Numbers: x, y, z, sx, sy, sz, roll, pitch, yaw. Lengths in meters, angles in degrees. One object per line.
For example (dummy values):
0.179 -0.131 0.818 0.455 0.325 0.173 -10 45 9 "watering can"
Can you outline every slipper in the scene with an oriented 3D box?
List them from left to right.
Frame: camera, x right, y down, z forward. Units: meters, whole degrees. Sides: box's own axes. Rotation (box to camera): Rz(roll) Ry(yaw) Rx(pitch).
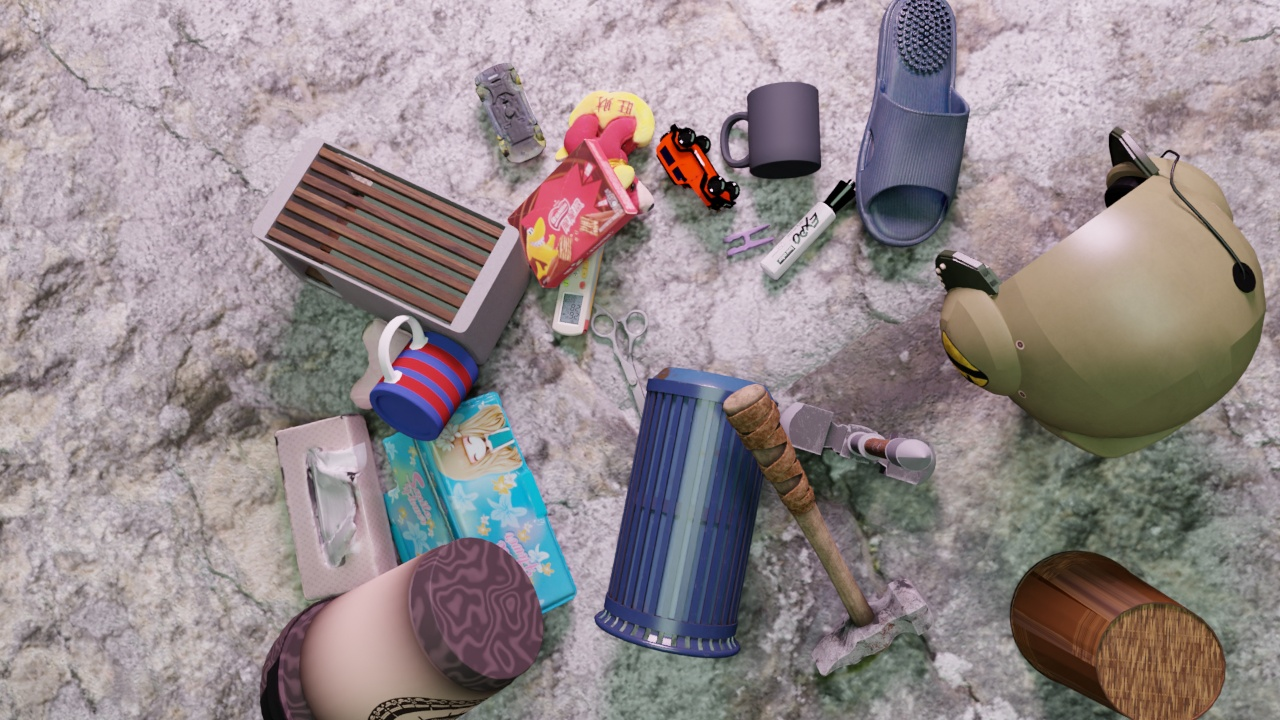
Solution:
0.277 -0.243 0.893 0.101 0.082 0.263 7 86 -8 "slipper"

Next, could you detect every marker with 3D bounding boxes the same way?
0.173 -0.135 0.932 0.025 0.025 0.126 44 92 6 "marker"

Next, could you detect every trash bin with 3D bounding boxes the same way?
-0.239 -0.105 0.912 0.229 0.114 0.114 25 76 6 "trash bin"
0.048 0.138 0.875 0.139 0.139 0.249 11 86 6 "trash bin"

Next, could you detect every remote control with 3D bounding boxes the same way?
-0.063 -0.087 0.950 0.038 0.018 0.125 10 89 29 "remote control"

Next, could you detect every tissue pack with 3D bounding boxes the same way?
-0.312 0.148 0.937 0.104 0.071 0.181 -13 82 15 "tissue pack"

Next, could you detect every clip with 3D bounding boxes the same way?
0.111 -0.121 0.944 0.053 0.013 0.037 -2 86 8 "clip"

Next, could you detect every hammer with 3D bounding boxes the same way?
0.159 0.156 0.842 0.121 0.049 0.319 -29 112 3 "hammer"
0.201 0.074 0.768 0.156 0.322 0.043 17 88 6 "hammer"

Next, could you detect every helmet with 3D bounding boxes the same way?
0.389 -0.041 0.780 0.250 0.255 0.233 -36 81 4 "helmet"

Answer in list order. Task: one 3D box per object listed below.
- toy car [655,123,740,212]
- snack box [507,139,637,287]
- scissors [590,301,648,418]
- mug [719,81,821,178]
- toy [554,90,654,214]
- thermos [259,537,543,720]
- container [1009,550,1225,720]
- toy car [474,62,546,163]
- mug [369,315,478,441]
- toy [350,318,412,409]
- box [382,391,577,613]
0.057 -0.192 0.931 0.049 0.051 0.100 -35 78 22 "toy car"
-0.071 -0.145 0.920 0.133 0.021 0.089 -38 75 34 "snack box"
-0.020 0.011 0.948 0.090 0.014 0.171 1 85 7 "scissors"
0.129 -0.227 0.925 0.105 0.071 0.077 -3 86 32 "mug"
-0.035 -0.213 0.939 0.105 0.067 0.137 -7 79 4 "toy"
-0.212 0.267 0.839 0.227 0.172 0.172 -34 84 27 "thermos"
0.423 0.248 0.817 0.132 0.167 0.132 0 87 5 "container"
-0.136 -0.258 0.963 0.048 0.033 0.105 -23 89 2 "toy car"
-0.212 0.012 0.864 0.075 0.112 0.076 6 49 30 "mug"
-0.245 0.011 0.950 0.095 0.052 0.099 12 108 -15 "toy"
-0.180 0.164 0.926 0.172 0.083 0.227 -23 85 3 "box"
